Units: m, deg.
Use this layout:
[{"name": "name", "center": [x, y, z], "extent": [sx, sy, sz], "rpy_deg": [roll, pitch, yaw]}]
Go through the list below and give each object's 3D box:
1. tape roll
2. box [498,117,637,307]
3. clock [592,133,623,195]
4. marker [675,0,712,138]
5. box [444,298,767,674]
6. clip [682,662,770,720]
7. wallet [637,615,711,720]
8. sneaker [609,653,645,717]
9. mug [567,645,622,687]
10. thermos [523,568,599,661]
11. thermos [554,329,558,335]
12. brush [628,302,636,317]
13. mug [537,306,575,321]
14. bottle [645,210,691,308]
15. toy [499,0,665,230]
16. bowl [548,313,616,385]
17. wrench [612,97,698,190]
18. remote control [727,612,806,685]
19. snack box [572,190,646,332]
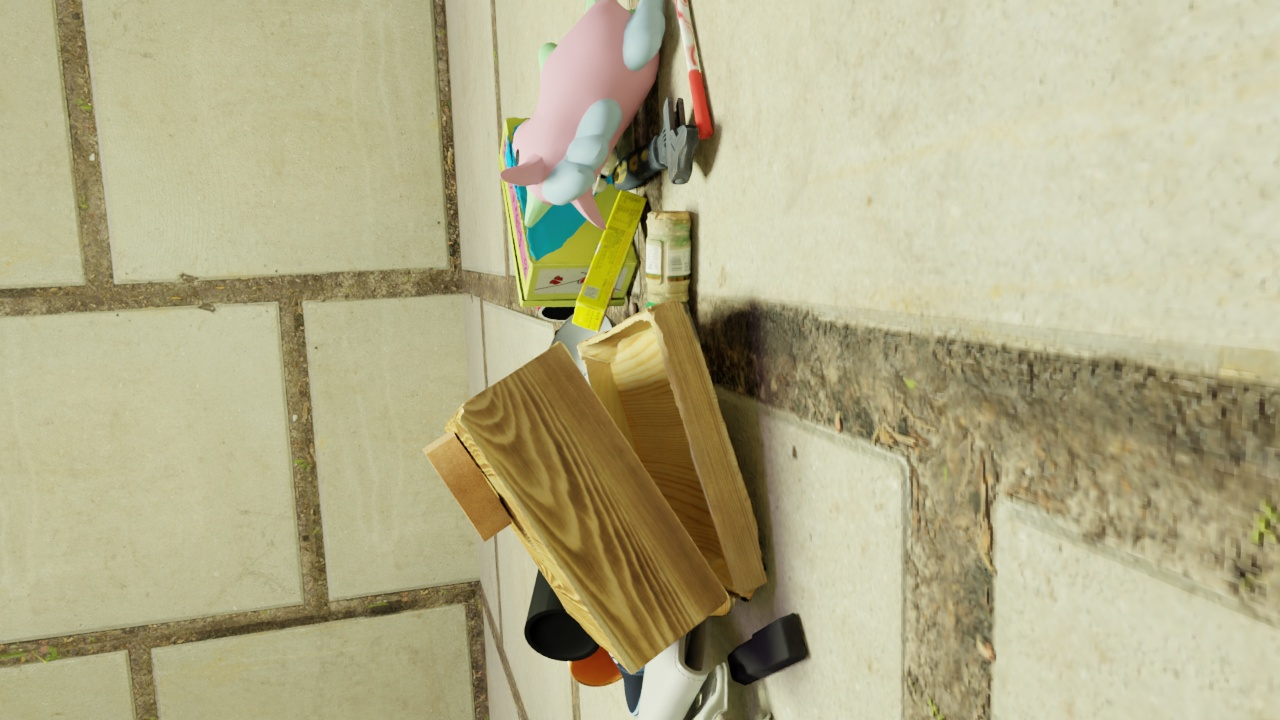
[{"name": "tape roll", "center": [-0.145, 0.105, 0.767], "extent": [0.094, 0.027, 0.094], "rpy_deg": [51, 165, 19]}, {"name": "box", "center": [-0.086, -0.169, 1.022], "extent": [0.080, 0.124, 0.220], "rpy_deg": [112, 149, -52]}, {"name": "clock", "center": [-0.042, -0.229, 0.962], "extent": [0.095, 0.035, 0.122], "rpy_deg": [126, 151, -64]}, {"name": "marker", "center": [0.042, -0.247, 0.751], "extent": [0.013, 0.012, 0.142], "rpy_deg": [130, 134, -68]}, {"name": "box", "center": [-0.022, 0.104, 0.788], "extent": [0.251, 0.191, 0.280], "rpy_deg": [59, 164, -2]}, {"name": "clip", "center": [0.064, 0.330, 0.729], "extent": [0.127, 0.101, 0.151], "rpy_deg": [108, 167, -55]}, {"name": "wallet", "center": [0.024, 0.276, 0.789], "extent": [0.118, 0.037, 0.115], "rpy_deg": [-73, 6, -71]}, {"name": "sneaker", "center": [-0.030, 0.270, 0.978], "extent": [0.083, 0.098, 0.241], "rpy_deg": [-141, 49, -69]}, {"name": "mug", "center": [-0.056, 0.329, 1.116], "extent": [0.105, 0.082, 0.082], "rpy_deg": [-119, 29, -59]}, {"name": "thermos", "center": [-0.078, 0.248, 1.089], "extent": [0.198, 0.086, 0.086], "rpy_deg": [-82, -1, -56]}, {"name": "thermos", "center": [-0.063, 0.073, 1.070], "extent": [0.098, 0.098, 0.220], "rpy_deg": [162, 109, -74]}, {"name": "brush", "center": [-0.006, 0.006, 0.986], "extent": [0.050, 0.015, 0.135], "rpy_deg": [180, 92, -78]}, {"name": "mug", "center": [-0.078, -0.113, 1.107], "extent": [0.118, 0.081, 0.098], "rpy_deg": [-25, 67, 44]}, {"name": "bottle", "center": [0.023, -0.075, 0.807], "extent": [0.043, 0.043, 0.111], "rpy_deg": [-141, 49, -69]}, {"name": "toy", "center": [-0.045, -0.237, 0.843], "extent": [0.223, 0.120, 0.170], "rpy_deg": [-40, 45, 33]}, {"name": "bowl", "center": [-0.052, 0.003, 1.000], "extent": [0.115, 0.045, 0.114], "rpy_deg": [-22, 58, 40]}, {"name": "wrench", "center": [0.011, -0.186, 0.847], "extent": [0.273, 0.022, 0.073], "rpy_deg": [-170, 80, -76]}, {"name": "remote control", "center": [0.091, 0.222, 0.695], "extent": [0.137, 0.015, 0.032], "rpy_deg": [115, 147, -60]}, {"name": "snack box", "center": [-0.030, -0.098, 0.896], "extent": [0.040, 0.029, 0.147], "rpy_deg": [111, 178, -59]}]
